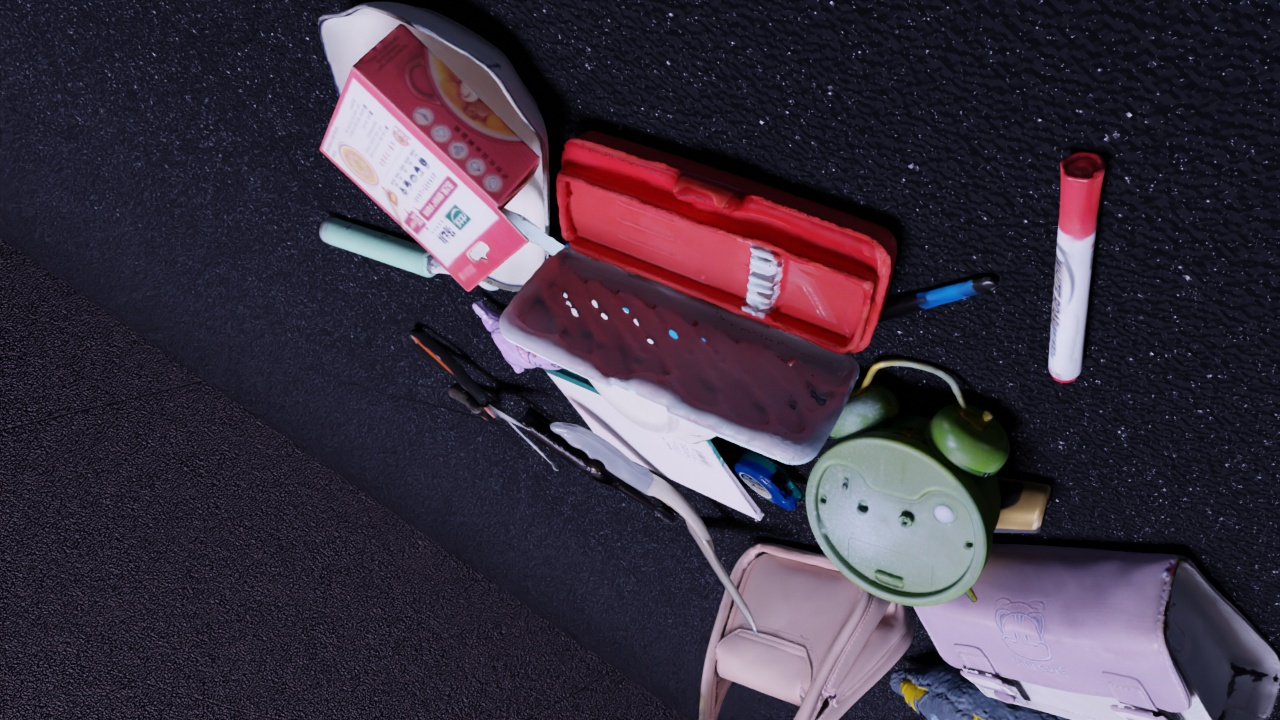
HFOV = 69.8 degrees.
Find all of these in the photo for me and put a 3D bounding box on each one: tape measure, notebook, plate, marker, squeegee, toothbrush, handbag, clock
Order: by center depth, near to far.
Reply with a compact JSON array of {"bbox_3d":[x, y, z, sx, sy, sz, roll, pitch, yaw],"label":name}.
[{"bbox_3d":[0.195,-0.035,0.414,0.017,0.017,0.145,19,153,32],"label":"marker"},{"bbox_3d":[0.129,-0.023,0.530,0.014,0.016,0.190,33,158,-20],"label":"toothbrush"},{"bbox_3d":[0.167,0.075,0.574,0.116,0.056,0.161,13,119,35],"label":"clock"},{"bbox_3d":[-0.121,-0.135,0.611,0.162,0.034,0.266,29,157,8],"label":"plate"},{"bbox_3d":[0.304,0.194,0.640,0.145,0.098,0.197,48,154,-18],"label":"handbag"},{"bbox_3d":[-0.004,0.004,0.695,0.163,0.034,0.165,47,157,1],"label":"plate"},{"bbox_3d":[0.108,0.100,0.788,0.058,0.025,0.054,20,154,55],"label":"tape measure"},{"bbox_3d":[-0.208,-0.094,0.822,0.225,0.027,0.026,19,121,31],"label":"toothbrush"},{"bbox_3d":[0.008,0.075,0.865,0.209,0.012,0.150,21,155,42],"label":"notebook"},{"bbox_3d":[0.135,0.298,0.883,0.093,0.233,0.194,45,155,-21],"label":"handbag"},{"bbox_3d":[0.009,0.132,0.920,0.246,0.039,0.246,43,-179,-16],"label":"squeegee"},{"bbox_3d":[-0.048,0.125,1.053,0.212,0.026,0.027,34,-168,-5],"label":"toothbrush"}]

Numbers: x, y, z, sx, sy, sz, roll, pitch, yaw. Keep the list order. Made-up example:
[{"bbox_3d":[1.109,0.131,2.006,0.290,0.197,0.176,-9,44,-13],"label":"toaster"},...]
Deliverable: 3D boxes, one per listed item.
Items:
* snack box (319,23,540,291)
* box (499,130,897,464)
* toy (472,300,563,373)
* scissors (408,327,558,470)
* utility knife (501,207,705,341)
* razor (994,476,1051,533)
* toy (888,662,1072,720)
[{"bbox_3d":[-0.117,-0.112,0.536,0.127,0.044,0.113,44,153,-14],"label":"snack box"},{"bbox_3d":[0.023,-0.037,0.499,0.201,0.099,0.113,23,135,21],"label":"box"},{"bbox_3d":[-0.098,-0.020,0.809,0.108,0.038,0.084,6,137,50],"label":"toy"},{"bbox_3d":[-0.181,0.043,1.021,0.230,0.021,0.221,47,164,-10],"label":"scissors"},{"bbox_3d":[-0.017,-0.049,0.596,0.209,0.018,0.034,32,159,-6],"label":"utility knife"},{"bbox_3d":[0.196,0.092,0.629,0.168,0.062,0.067,-1,138,45],"label":"razor"},{"bbox_3d":[0.364,0.348,0.871,0.138,0.091,0.357,34,163,-35],"label":"toy"}]
